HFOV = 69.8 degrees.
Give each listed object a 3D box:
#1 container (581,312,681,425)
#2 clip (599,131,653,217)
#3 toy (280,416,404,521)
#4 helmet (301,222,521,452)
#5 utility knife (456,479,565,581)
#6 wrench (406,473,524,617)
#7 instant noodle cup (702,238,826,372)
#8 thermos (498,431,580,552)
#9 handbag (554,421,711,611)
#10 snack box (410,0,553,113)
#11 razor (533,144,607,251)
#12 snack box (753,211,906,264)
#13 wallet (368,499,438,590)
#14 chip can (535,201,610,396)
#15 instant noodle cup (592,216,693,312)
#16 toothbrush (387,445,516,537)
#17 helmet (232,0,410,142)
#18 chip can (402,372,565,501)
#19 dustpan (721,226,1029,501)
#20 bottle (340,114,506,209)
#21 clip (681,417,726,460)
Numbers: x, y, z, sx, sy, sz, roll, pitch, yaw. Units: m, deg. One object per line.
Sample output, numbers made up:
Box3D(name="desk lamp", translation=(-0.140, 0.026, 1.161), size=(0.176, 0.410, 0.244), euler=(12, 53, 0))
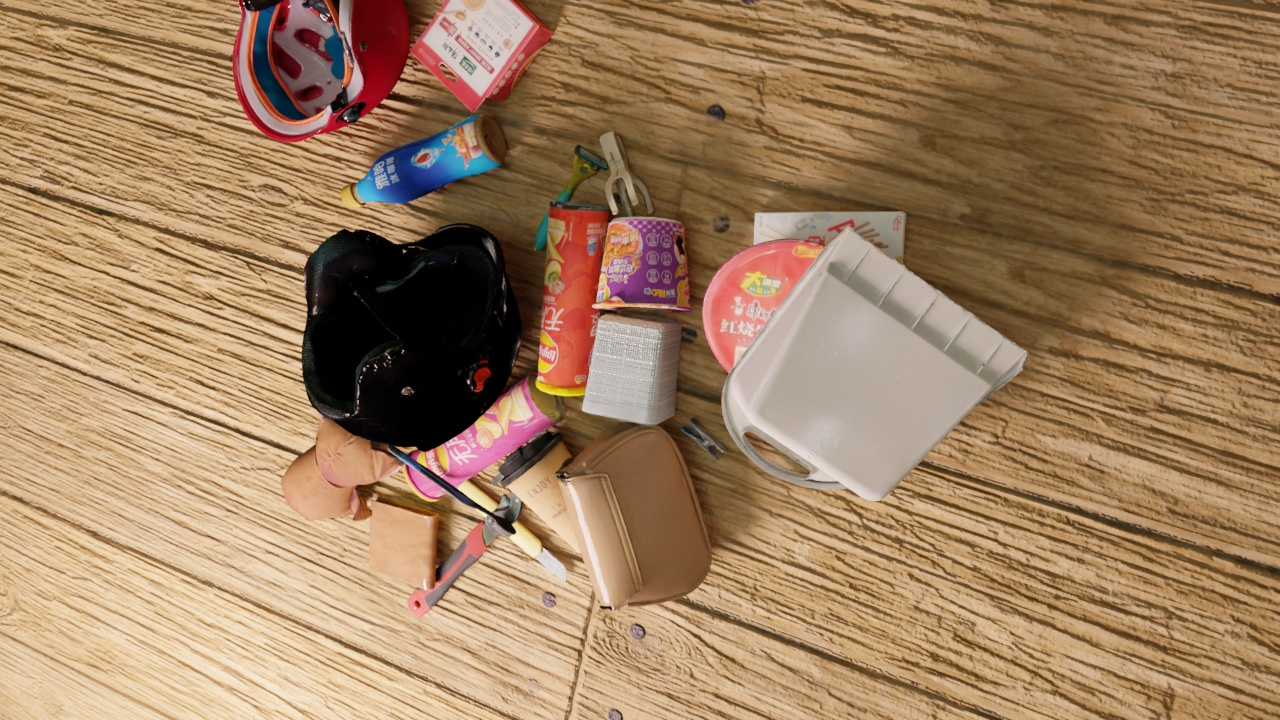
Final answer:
Box3D(name="container", translation=(-0.006, 0.006, 1.037), size=(0.090, 0.089, 0.111), euler=(10, 99, 18))
Box3D(name="clip", translation=(-0.023, -0.204, 1.022), size=(0.035, 0.092, 0.103), euler=(-19, 102, 21))
Box3D(name="toy", translation=(-0.372, 0.128, 1.175), size=(0.140, 0.130, 0.200), euler=(49, 131, 5))
Box3D(name="helmet", translation=(-0.251, -0.025, 1.050), size=(0.274, 0.230, 0.233), euler=(-35, 53, -2))
Box3D(name="utility knife", translation=(-0.167, 0.212, 1.163), size=(0.196, 0.020, 0.031), euler=(39, 115, 17))
Box3D(name="wrench", translation=(-0.227, 0.245, 1.182), size=(0.056, 0.016, 0.274), euler=(44, 115, 12))
Box3D(name="instant noodle cup", translation=(0.164, -0.050, 0.954), size=(0.194, 0.065, 0.194), euler=(9, 125, 13))
Box3D(name="thermos", translation=(-0.099, 0.156, 1.094), size=(0.093, 0.092, 0.143), euler=(-38, 93, 21))
Box3D(name="handbag", translation=(-0.009, 0.176, 1.040), size=(0.100, 0.147, 0.204), euler=(-5, 103, 64))
Box3D(name="snack box", translation=(-0.184, -0.370, 1.066), size=(0.113, 0.044, 0.127), euler=(45, 109, 8))
Box3D(name="razor", translation=(-0.089, -0.185, 1.068), size=(0.043, 0.028, 0.133), euler=(25, 109, -25))
Box3D(name="snack box", translation=(0.199, -0.116, 0.976), size=(0.157, 0.026, 0.085), euler=(3, 99, 20))
Box3D(name="wallet", translation=(-0.314, 0.241, 1.211), size=(0.115, 0.020, 0.101), euler=(9, 98, 30))
Box3D(name="chip can", translation=(-0.077, -0.072, 1.053), size=(0.073, 0.073, 0.217), euler=(10, 104, 18))
Box3D(name="instant noodle cup", translation=(0.005, -0.104, 1.010), size=(0.112, 0.111, 0.099), euler=(4, 91, 19))
Box3D(name="toothbrush", translation=(-0.230, 0.160, 1.116), size=(0.189, 0.014, 0.016), euler=(37, 130, -12))
Box3D(name="helmet", translation=(-0.365, -0.375, 1.082), size=(0.207, 0.143, 0.241), euler=(50, 125, 10))
Box3D(name="chip can", translation=(-0.193, 0.096, 1.126), size=(0.211, 0.071, 0.071), euler=(-32, 87, 21))
Box3D(name="dustpan", translation=(0.208, 0.027, 0.946), size=(0.222, 0.142, 0.258), euler=(34, 99, -5))
Box3D(name="bottle", translation=(-0.268, -0.230, 1.106), size=(0.219, 0.065, 0.065), euler=(-17, 92, 21))
Box3D(name="clip", translation=(0.074, 0.090, 1.054), size=(0.058, 0.026, 0.039), euler=(44, 102, 8))
